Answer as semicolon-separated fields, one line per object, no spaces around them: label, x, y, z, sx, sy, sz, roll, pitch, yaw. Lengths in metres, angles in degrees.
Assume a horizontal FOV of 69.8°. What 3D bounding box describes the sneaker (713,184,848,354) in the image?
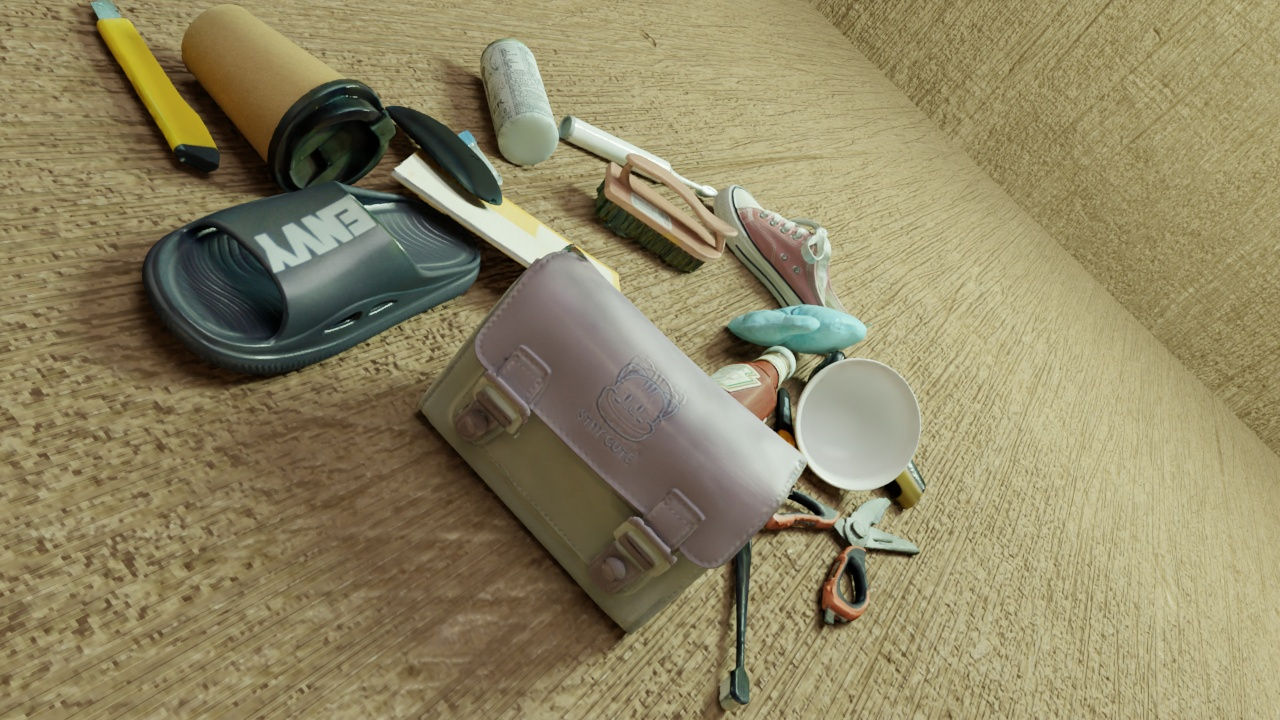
sneaker;0.176;-0.122;1.046;0.118;0.088;0.241;-4;54;-50

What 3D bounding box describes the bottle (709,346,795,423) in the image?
bottle;0.092;0.028;0.794;0.060;0.060;0.205;46;28;7

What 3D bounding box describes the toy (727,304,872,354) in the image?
toy;0.163;-0.032;0.919;0.156;0.050;0.161;3;-1;-6

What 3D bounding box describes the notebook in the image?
notebook;-0.100;-0.105;0.750;0.206;0.010;0.145;34;15;-14

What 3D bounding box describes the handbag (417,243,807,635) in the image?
handbag;-0.021;0.047;0.554;0.197;0.145;0.098;45;28;6

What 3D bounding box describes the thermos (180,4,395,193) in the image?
thermos;-0.250;-0.183;0.642;0.143;0.093;0.092;42;30;14

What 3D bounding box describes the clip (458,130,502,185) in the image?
clip;-0.145;-0.174;0.814;0.058;0.044;0.027;45;29;-5

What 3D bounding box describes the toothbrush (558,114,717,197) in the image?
toothbrush;0.004;-0.223;1.037;0.220;0.026;0.026;16;78;-37

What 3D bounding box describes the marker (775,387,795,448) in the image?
marker;0.132;0.062;0.838;0.018;0.015;0.123;38;29;-16

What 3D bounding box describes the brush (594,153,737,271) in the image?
brush;0.026;-0.144;0.919;0.145;0.073;0.063;31;32;-22

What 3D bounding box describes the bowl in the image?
bowl;0.188;0.058;0.844;0.118;0.118;0.065;38;-7;-7

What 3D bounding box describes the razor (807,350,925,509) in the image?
razor;0.220;0.070;0.901;0.067;0.062;0.167;-26;75;-26

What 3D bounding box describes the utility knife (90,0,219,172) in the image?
utility knife;-0.331;-0.189;0.621;0.177;0.015;0.033;52;26;19

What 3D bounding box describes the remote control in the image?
remote control;-0.159;-0.175;0.754;0.136;0.024;0.053;43;14;22

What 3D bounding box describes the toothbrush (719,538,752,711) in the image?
toothbrush;0.068;0.166;0.635;0.015;0.018;0.180;37;29;-13

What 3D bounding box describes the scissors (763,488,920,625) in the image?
scissors;0.169;0.149;0.768;0.189;0.015;0.224;39;31;-10

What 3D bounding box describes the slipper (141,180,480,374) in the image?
slipper;-0.186;-0.076;0.583;0.110;0.083;0.267;45;29;8

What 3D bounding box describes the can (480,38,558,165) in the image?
can;-0.121;-0.257;0.904;0.058;0.058;0.146;18;38;-35
